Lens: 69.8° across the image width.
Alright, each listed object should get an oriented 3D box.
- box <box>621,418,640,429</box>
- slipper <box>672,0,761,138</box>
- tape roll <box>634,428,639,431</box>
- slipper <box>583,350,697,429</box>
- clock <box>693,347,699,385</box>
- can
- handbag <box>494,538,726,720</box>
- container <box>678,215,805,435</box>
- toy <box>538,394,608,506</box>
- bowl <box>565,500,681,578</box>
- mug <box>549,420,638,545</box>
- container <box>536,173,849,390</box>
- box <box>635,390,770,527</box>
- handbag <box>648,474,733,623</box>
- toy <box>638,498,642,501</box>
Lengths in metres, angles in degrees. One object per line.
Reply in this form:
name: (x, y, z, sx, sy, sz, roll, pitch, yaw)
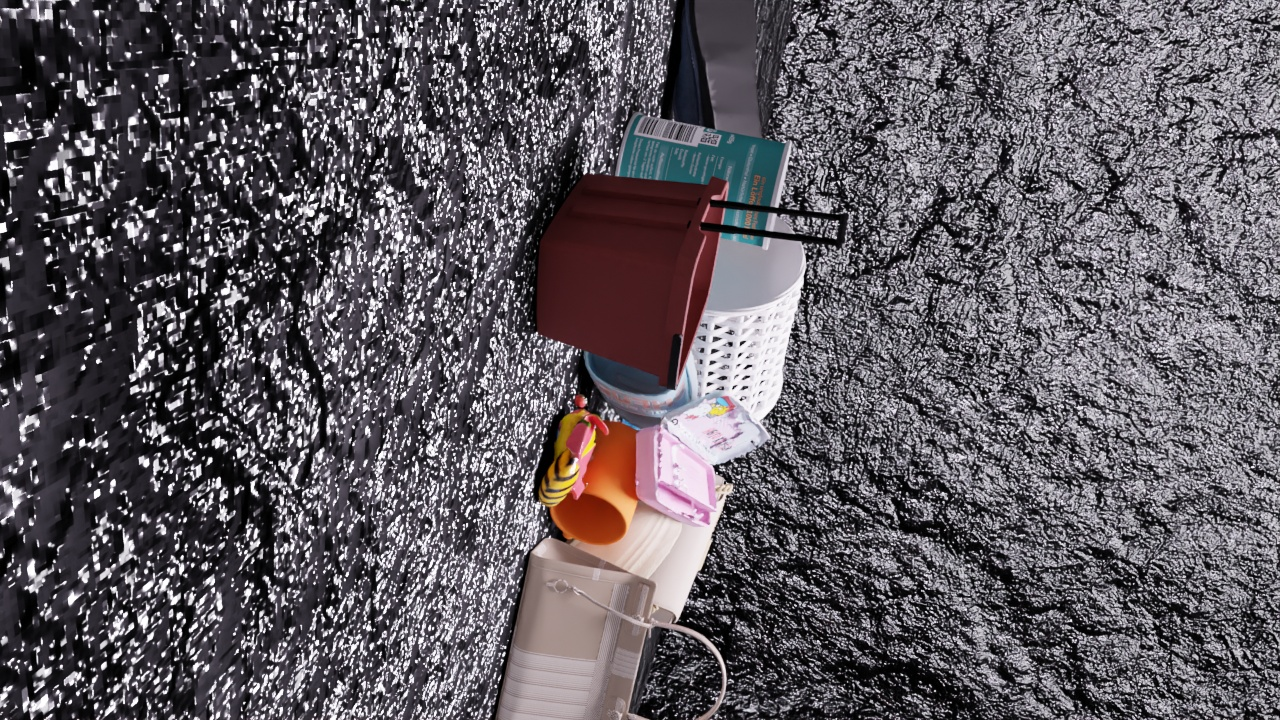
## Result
box: (0.016, 0.089, 1.313, 0.231, 0.060, 0.175, 14, 73, -82)
slipper: (0.069, -0.307, 0.991, 0.108, 0.084, 0.266, -23, 113, -44)
tape roll: (0.004, 0.104, 1.108, 0.094, 0.094, 0.030, 61, 43, -78)
slipper: (-0.006, -0.006, 0.854, 0.246, 0.104, 0.074, 83, 22, -50)
clock: (0.048, 0.010, 1.189, 0.103, 0.056, 0.148, -61, 144, -60)
can: (0.057, -0.166, 0.849, 0.099, 0.144, 0.099, 15, 89, -82)
handbag: (-0.020, 0.278, 0.845, 0.062, 0.198, 0.176, -22, 125, -80)
container: (0.071, -0.048, 0.991, 0.187, 0.189, 0.188, 93, 13, -47)
toy: (-0.060, 0.084, 0.820, 0.084, 0.046, 0.103, 116, -2, -58)
bowl: (-0.034, 0.203, 0.986, 0.151, 0.075, 0.150, -44, -177, 3)
mug: (-0.045, 0.129, 0.909, 0.113, 0.077, 0.095, -54, -170, 42)
container: (0.037, -0.062, 0.672, 0.147, 0.201, 0.127, -67, 167, -50)
box: (0.072, 0.104, 0.935, 0.201, 0.101, 0.111, 43, 42, -64)
handbag: (0.039, 0.240, 1.214, 0.208, 0.103, 0.210, 69, 42, -82)
toy: (-0.033, 0.223, 1.160, 0.176, 0.071, 0.113, -62, 174, -63)
